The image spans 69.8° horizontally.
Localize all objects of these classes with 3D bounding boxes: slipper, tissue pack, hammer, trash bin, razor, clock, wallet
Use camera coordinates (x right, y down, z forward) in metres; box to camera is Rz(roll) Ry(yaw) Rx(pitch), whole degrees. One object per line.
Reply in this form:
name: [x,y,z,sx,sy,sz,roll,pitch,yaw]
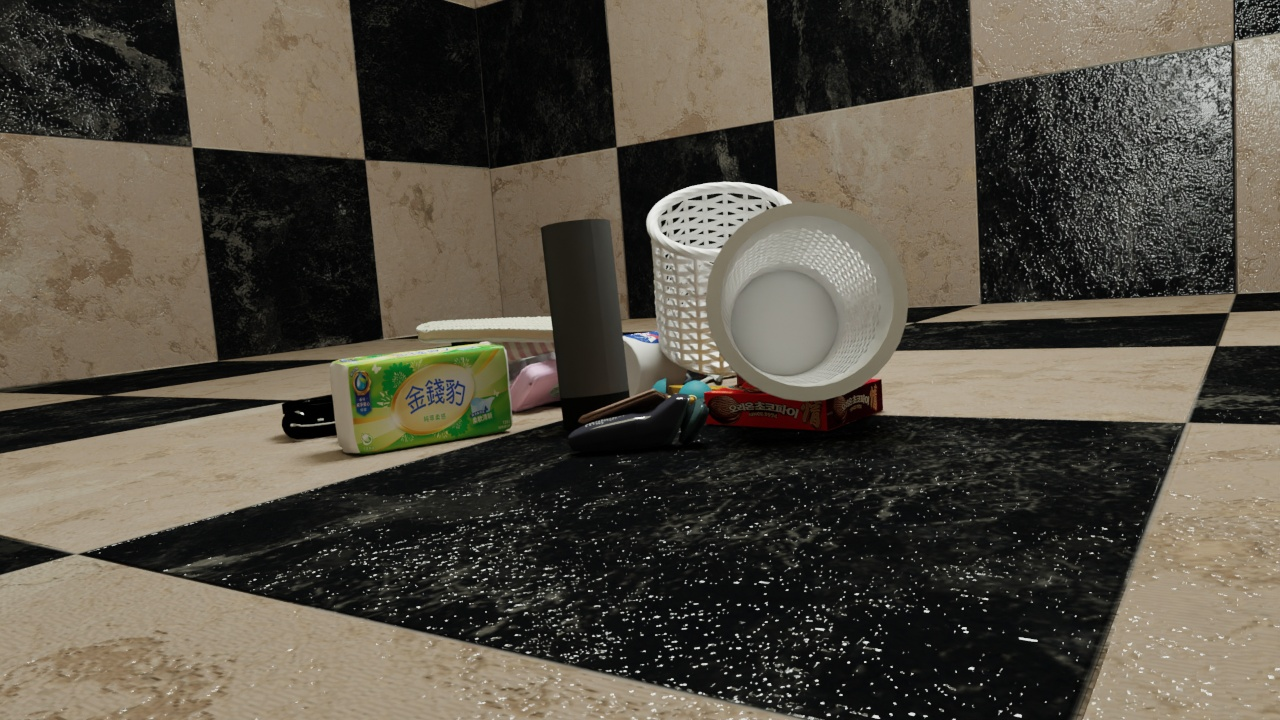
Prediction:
slipper: [-0.180,-0.030,1.288,0.263,0.052,0.115,0,11,-1]
tissue pack: [-0.268,0.040,1.089,0.197,0.120,0.142,-1,4,-31]
hammer: [-0.226,-0.018,1.496,0.130,0.039,0.329,-22,16,-30]
trash bin: [0.166,-0.051,0.991,0.195,0.195,0.199,-4,-4,2]
razor: [-0.002,0.066,0.918,0.143,0.052,0.047,-10,9,-2]
clock: [-0.411,0.073,1.175,0.091,0.042,0.121,-6,6,-21]
wallet: [-0.012,0.053,0.979,0.087,0.013,0.121,-21,-11,8]
clock: [0.066,0.045,1.118,0.129,0.043,0.099,1,2,-37]

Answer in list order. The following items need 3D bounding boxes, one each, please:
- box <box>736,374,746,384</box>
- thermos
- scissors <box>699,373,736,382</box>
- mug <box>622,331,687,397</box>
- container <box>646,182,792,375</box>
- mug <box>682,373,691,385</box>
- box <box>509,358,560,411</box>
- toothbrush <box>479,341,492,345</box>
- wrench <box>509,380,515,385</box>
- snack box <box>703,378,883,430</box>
box: [0.215,-0.029,1.313,0.157,0.157,0.170,-5,24,10]
thermos: [-0.063,-0.040,1.080,0.082,0.240,0.082,-6,2,0]
scissors: [0.127,0.019,1.475,0.179,0.015,0.185,-8,7,-31]
mug: [-0.008,0.008,1.297,0.090,0.091,0.121,-9,6,-42]
container: [0.109,-0.108,1.203,0.189,0.187,0.189,-4,37,3]
mug: [0.029,0.014,1.384,0.105,0.071,0.077,32,26,33]
box: [-0.138,0.041,1.323,0.154,0.066,0.201,-33,-11,31]
toothbrush: [-0.163,-0.030,1.362,0.181,0.016,0.018,-8,21,18]
wrench: [-0.173,0.023,1.469,0.273,0.066,0.018,-8,5,9]
snack box: [0.173,0.046,1.034,0.152,0.036,0.132,0,7,40]
